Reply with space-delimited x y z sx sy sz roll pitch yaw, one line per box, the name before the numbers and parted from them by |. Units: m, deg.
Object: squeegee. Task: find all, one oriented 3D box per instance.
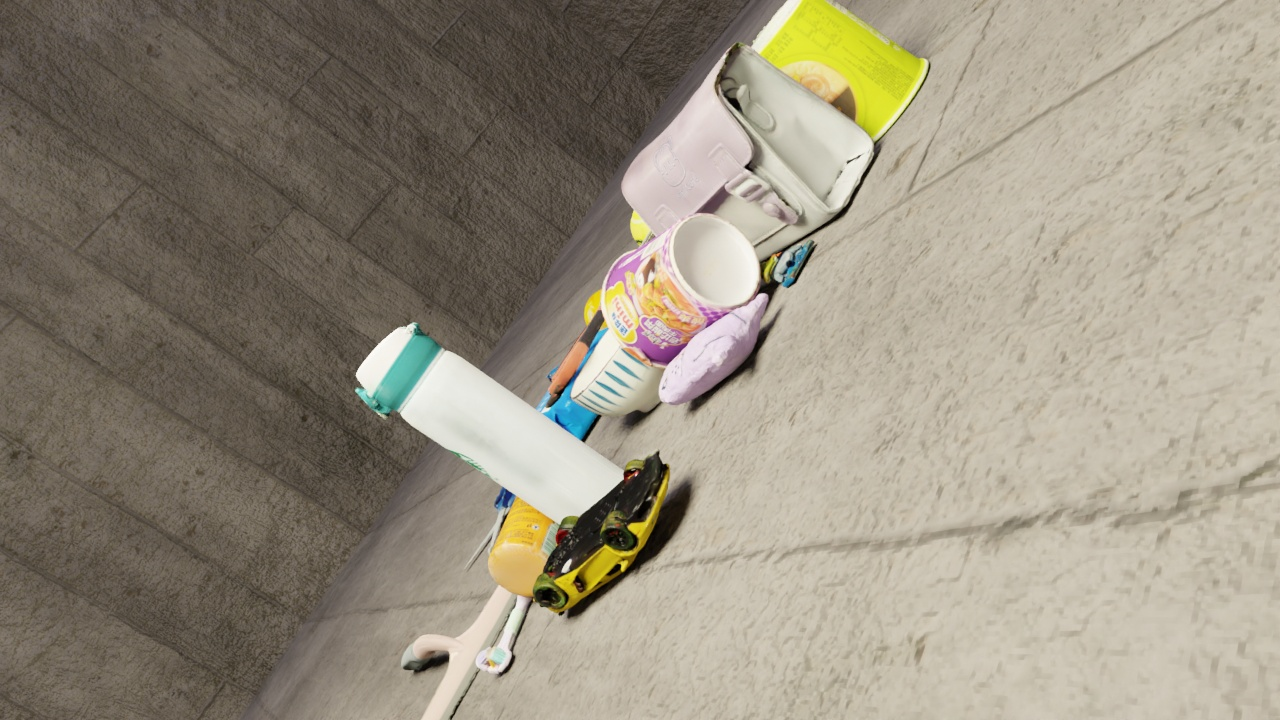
squeegee | -0.199 0.277 0.874 0.250 0.040 0.247 -37 21 57

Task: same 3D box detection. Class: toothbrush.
toothbrush | -0.093 0.183 0.776 0.029 0.021 0.188 -3 32 17

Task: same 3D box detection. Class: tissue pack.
tissue pack | -0.063 0.031 1.020 0.156 0.052 0.095 -58 14 -20

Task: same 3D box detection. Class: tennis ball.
tennis ball | 0.022 -0.150 1.007 0.065 0.065 0.065 -50 12 14

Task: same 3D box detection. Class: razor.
razor | 0.093 -0.067 0.767 0.042 0.022 0.143 -57 11 -21

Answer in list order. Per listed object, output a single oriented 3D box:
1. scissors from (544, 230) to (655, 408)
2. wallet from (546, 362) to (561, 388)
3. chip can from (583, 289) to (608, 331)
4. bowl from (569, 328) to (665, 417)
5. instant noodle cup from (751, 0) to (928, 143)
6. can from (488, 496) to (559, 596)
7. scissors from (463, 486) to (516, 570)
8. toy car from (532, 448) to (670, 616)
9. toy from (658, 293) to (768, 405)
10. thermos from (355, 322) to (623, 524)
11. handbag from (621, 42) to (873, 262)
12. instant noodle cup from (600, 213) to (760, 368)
scissors | -0.042 -0.041 0.917 0.226 0.015 0.189 -60 6 -24
wallet | -0.065 -0.007 1.179 0.106 0.040 0.133 -49 9 -25
chip can | -0.001 -0.069 1.023 0.072 0.072 0.214 -57 11 -17
bowl | -0.005 0.005 0.831 0.116 0.066 0.116 -52 11 14
instant noodle cup | 0.159 -0.248 0.779 0.112 0.123 0.111 -51 12 15
can | -0.081 0.131 0.786 0.058 0.058 0.145 -46 13 31
scissors | -0.156 0.172 1.077 0.163 0.012 0.172 -49 13 18
toy car | -0.024 0.121 0.627 0.156 0.041 0.071 -47 13 36
toy | 0.050 0.001 0.691 0.108 0.039 0.083 -40 7 47
thermos | -0.115 0.058 0.717 0.073 0.224 0.073 -51 12 15
handbag | 0.078 -0.157 0.781 0.098 0.145 0.197 -56 11 -24
instant noodle cup | 0.038 -0.060 0.742 0.099 0.111 0.111 -35 21 56
